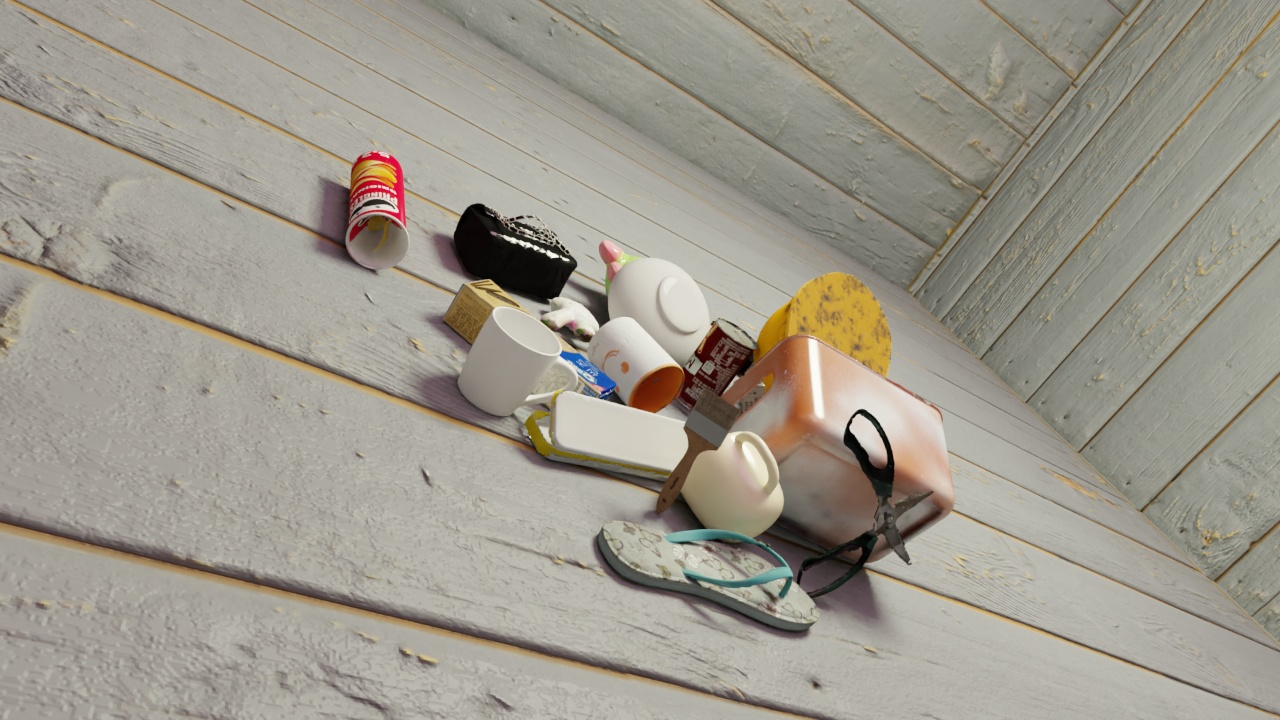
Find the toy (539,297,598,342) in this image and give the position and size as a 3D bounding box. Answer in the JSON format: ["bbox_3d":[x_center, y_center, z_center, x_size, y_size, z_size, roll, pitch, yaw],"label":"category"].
[{"bbox_3d":[-0.091,-0.059,1.247,0.079,0.038,0.122,25,18,-6],"label":"toy"}]

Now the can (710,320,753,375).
[{"bbox_3d":[0.167,-0.011,1.533,0.137,0.054,0.053,35,19,-1],"label":"can"}]

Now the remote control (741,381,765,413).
[{"bbox_3d":[0.153,0.076,1.216,0.033,0.137,0.013,-3,45,10],"label":"remote control"}]

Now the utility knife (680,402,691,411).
[{"bbox_3d":[0.004,0.017,1.263,0.176,0.015,0.022,40,-6,9],"label":"utility knife"}]

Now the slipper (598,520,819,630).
[{"bbox_3d":[0.079,0.197,0.908,0.268,0.055,0.098,23,20,-28],"label":"slipper"}]

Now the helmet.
[{"bbox_3d":[0.239,-0.001,1.310,0.205,0.132,0.254,56,48,-13],"label":"helmet"}]

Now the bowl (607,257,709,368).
[{"bbox_3d":[0.041,-0.072,1.318,0.176,0.066,0.176,17,62,-36],"label":"bowl"}]

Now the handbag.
[{"bbox_3d":[-0.169,-0.169,1.262,0.153,0.115,0.125,12,28,-39],"label":"handbag"}]

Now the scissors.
[{"bbox_3d":[0.235,0.168,1.010,0.202,0.203,0.015,61,-16,-16],"label":"scissors"}]

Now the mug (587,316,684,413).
[{"bbox_3d":[-0.007,0.007,1.163,0.082,0.082,0.105,11,30,-49],"label":"mug"}]

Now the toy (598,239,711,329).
[{"bbox_3d":[0.022,-0.091,1.434,0.236,0.097,0.191,34,27,-32],"label":"toy"}]

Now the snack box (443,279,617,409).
[{"bbox_3d":[-0.125,-0.009,1.046,0.207,0.056,0.057,39,19,10],"label":"snack box"}]

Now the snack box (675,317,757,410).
[{"bbox_3d":[0.100,0.009,1.275,0.072,0.121,0.072,29,20,-12],"label":"snack box"}]

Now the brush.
[{"bbox_3d":[0.052,0.100,0.948,0.045,0.143,0.008,32,17,17],"label":"brush"}]

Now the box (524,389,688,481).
[{"bbox_3d":[-0.026,0.088,0.994,0.210,0.070,0.067,18,47,-41],"label":"box"}]

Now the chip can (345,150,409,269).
[{"bbox_3d":[-0.323,-0.190,1.125,0.069,0.069,0.220,24,22,-28],"label":"chip can"}]

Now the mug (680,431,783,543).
[{"bbox_3d":[0.108,0.137,0.991,0.096,0.120,0.099,-7,55,-42],"label":"mug"}]

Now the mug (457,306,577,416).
[{"bbox_3d":[-0.124,0.011,0.951,0.114,0.088,0.080,30,20,-14],"label":"mug"}]

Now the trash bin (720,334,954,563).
[{"bbox_3d":[0.235,0.116,1.124,0.259,0.182,0.157,29,39,-18],"label":"trash bin"}]
